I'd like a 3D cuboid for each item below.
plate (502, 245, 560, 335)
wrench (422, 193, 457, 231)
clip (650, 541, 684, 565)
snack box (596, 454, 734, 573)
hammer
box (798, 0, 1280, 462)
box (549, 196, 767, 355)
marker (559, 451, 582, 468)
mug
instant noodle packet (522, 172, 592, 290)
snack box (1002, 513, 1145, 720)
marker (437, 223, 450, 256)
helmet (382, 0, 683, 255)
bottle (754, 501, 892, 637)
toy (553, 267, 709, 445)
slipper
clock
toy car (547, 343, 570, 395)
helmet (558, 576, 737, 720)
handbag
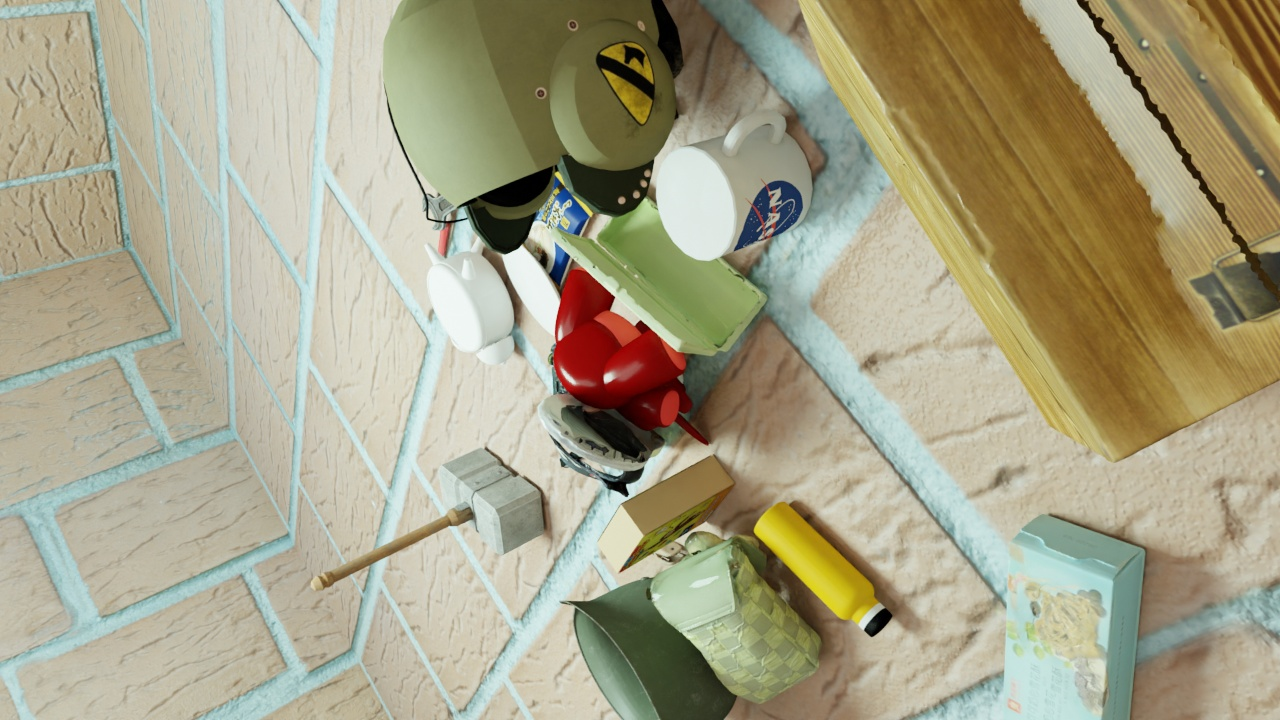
[{"bbox_3d":[-0.123,-0.087,1.090,0.134,0.011,0.135,47,158,25],"label":"plate"},{"bbox_3d":[-0.211,-0.217,1.144,0.274,0.010,0.070,-15,96,52],"label":"wrench"},{"bbox_3d":[0.027,0.223,1.086,0.049,0.025,0.061,59,153,17],"label":"clip"},{"bbox_3d":[0.026,0.160,0.956,0.040,0.125,0.088,52,143,20],"label":"snack box"},{"bbox_3d":[-0.310,0.244,1.288,0.163,0.316,0.083,28,130,43],"label":"hammer"},{"bbox_3d":[0.279,-0.155,0.422,0.337,0.286,0.279,-31,81,18],"label":"box"},{"bbox_3d":[0.019,-0.088,0.841,0.188,0.097,0.082,43,105,27],"label":"box"},{"bbox_3d":[-0.067,0.108,1.149,0.016,0.016,0.141,61,145,8],"label":"marker"},{"bbox_3d":[0.079,-0.147,0.736,0.091,0.089,0.122,47,141,26],"label":"mug"},{"bbox_3d":[-0.099,-0.151,1.030,0.087,0.026,0.135,51,143,16],"label":"instant noodle packet"},{"bbox_3d":[0.311,0.204,0.665,0.075,0.053,0.175,20,124,48],"label":"snack box"},{"bbox_3d":[-0.284,-0.142,1.298,0.013,0.012,0.143,50,143,23],"label":"marker"},{"bbox_3d":[-0.072,-0.222,0.730,0.251,0.254,0.233,-7,107,53],"label":"helmet"},{"bbox_3d":[0.171,0.195,0.856,0.143,0.043,0.043,43,140,30],"label":"bottle"},{"bbox_3d":[-0.006,0.005,0.913,0.158,0.120,0.197,41,179,29],"label":"toy"},{"bbox_3d":[-0.041,0.084,0.916,0.111,0.263,0.063,39,99,8],"label":"slipper"},{"bbox_3d":[-0.217,-0.078,1.206,0.125,0.072,0.161,23,134,46],"label":"clock"},{"bbox_3d":[-0.085,0.028,1.112,0.048,0.032,0.105,17,117,49],"label":"toy car"},{"bbox_3d":[0.021,0.337,1.040,0.227,0.153,0.268,65,153,0],"label":"helmet"},{"bbox_3d":[0.101,0.251,0.933,0.113,0.116,0.186,-31,109,29],"label":"handbag"}]
